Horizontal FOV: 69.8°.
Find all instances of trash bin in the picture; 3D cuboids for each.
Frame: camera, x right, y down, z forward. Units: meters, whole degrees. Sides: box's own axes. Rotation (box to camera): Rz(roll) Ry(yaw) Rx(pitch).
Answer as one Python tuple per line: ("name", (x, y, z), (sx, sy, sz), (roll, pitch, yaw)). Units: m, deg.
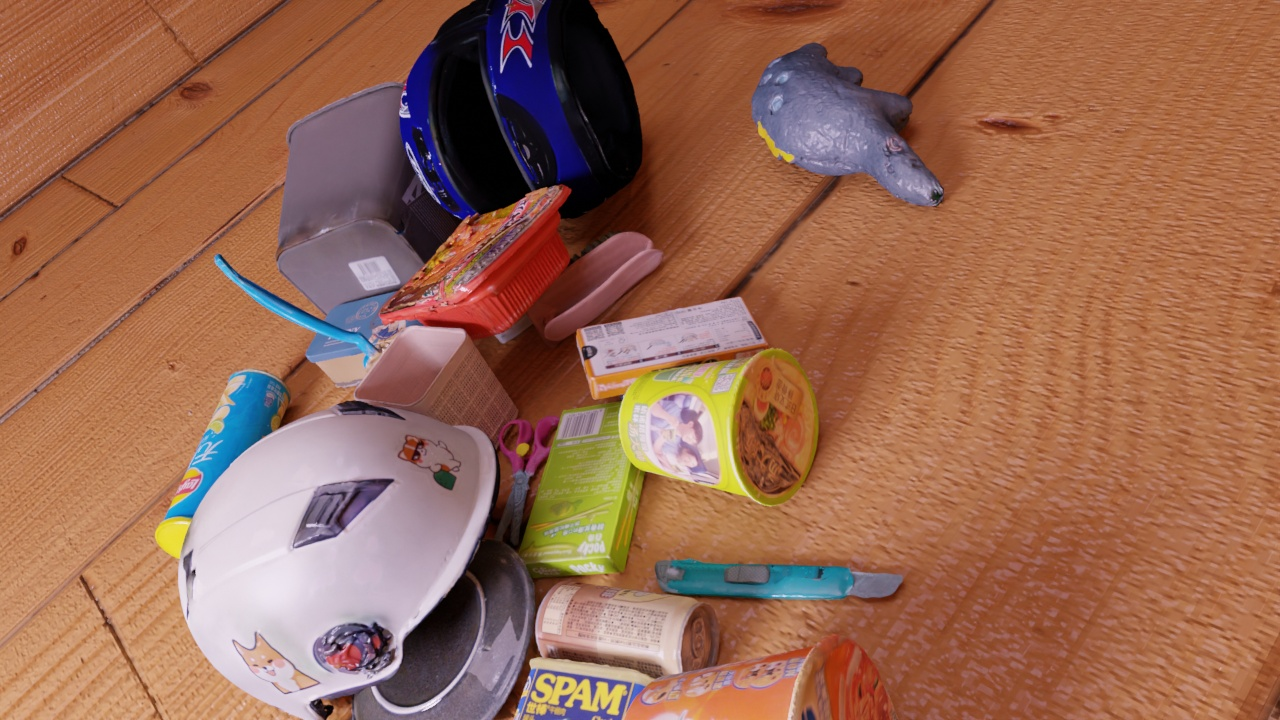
("trash bin", (-0.314, -0.174, 1.092), (0.199, 0.199, 0.219), (-18, 48, 16))

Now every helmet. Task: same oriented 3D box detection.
("helmet", (-0.249, 0.132, 0.699), (0.275, 0.157, 0.229), (-41, 32, 26))
("helmet", (-0.139, -0.257, 0.995), (0.241, 0.247, 0.314), (-19, 29, 16))

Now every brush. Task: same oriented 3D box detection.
("brush", (-0.045, -0.075, 0.909), (0.145, 0.063, 0.073), (-35, 35, -7))
("brush", (-0.289, -0.021, 0.873), (0.046, 0.254, 0.083), (-54, 30, 0))

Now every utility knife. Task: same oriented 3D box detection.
("utility knife", (0.087, 0.149, 0.628), (0.182, 0.013, 0.029), (-5, 48, 28))

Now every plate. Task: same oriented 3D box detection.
("plate", (-0.156, 0.211, 0.690), (0.180, 0.024, 0.179), (-23, 43, 23))

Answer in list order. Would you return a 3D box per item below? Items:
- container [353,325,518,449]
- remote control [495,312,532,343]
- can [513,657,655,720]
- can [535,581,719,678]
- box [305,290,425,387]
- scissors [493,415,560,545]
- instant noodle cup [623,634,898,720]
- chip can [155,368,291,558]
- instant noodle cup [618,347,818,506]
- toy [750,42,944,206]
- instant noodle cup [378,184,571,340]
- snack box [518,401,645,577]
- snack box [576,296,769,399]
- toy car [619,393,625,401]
("container", (-0.180, 0.039, 0.837), (0.090, 0.111, 0.089), (5, 52, 36))
("remote control", (-0.159, -0.069, 1.006), (0.058, 0.021, 0.150), (-38, 40, -8))
("can", (-0.035, 0.241, 0.578), (0.102, 0.057, 0.083), (-4, 49, 30))
("can", (-0.010, 0.184, 0.619), (0.116, 0.058, 0.058), (-1, 48, 32))
("box", (-0.281, -0.026, 1.010), (0.185, 0.061, 0.089), (-10, 43, 22))
("scissors", (-0.094, 0.102, 0.796), (0.074, 0.017, 0.137), (-10, 48, 11))
("instant noodle cup", (0.062, 0.223, 0.473), (0.112, 0.151, 0.151), (-15, 41, 31))
("chip can", (-0.430, 0.105, 0.960), (0.071, 0.071, 0.209), (-17, 41, 17))
("instant noodle cup", (0.052, 0.047, 0.691), (0.124, 0.112, 0.111), (0, 48, 42))
("toy", (0.188, -0.251, 0.931), (0.137, 0.092, 0.355), (-6, 39, -12))
("instant noodle cup", (-0.148, -0.082, 0.869), (0.189, 0.079, 0.164), (-7, 37, 49))
("snack box", (-0.041, 0.102, 0.749), (0.086, 0.026, 0.156), (-11, 44, 25))
("snack box", (0.026, -0.012, 0.786), (0.153, 0.026, 0.075), (-11, 39, -7))
("toy car", (-0.005, 0.005, 0.817), (0.043, 0.034, 0.090), (-11, 40, -1))
